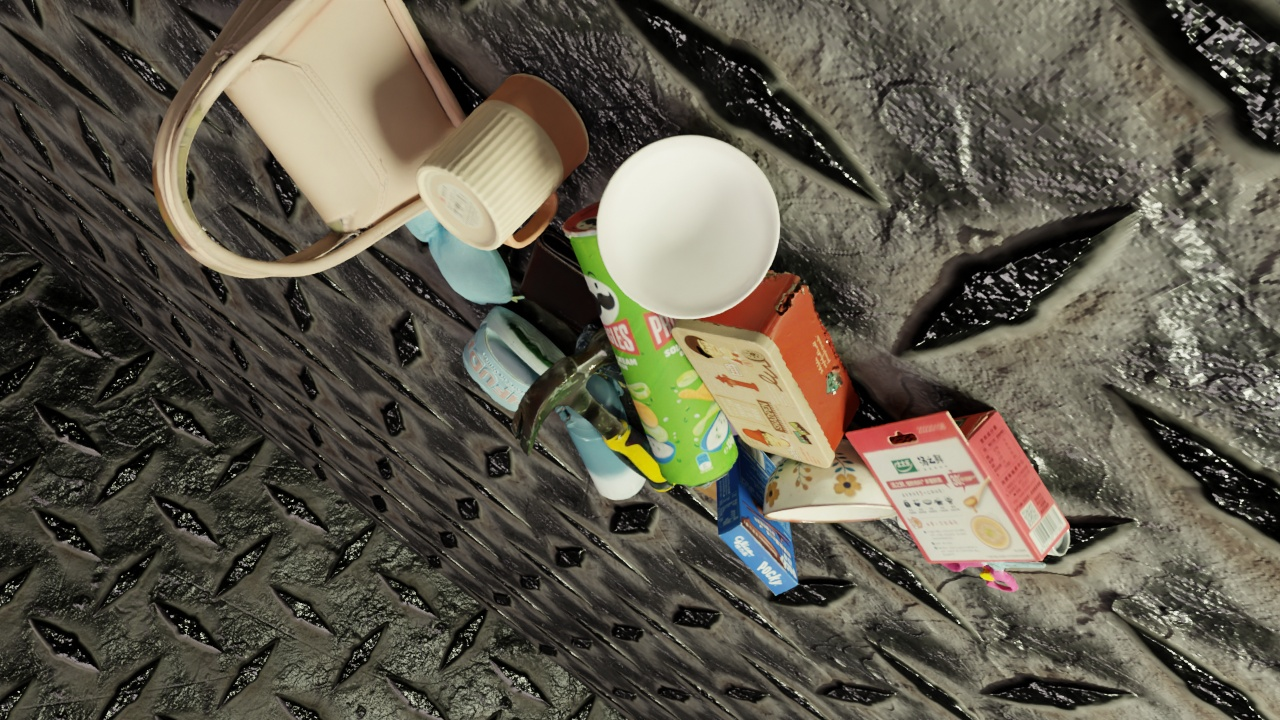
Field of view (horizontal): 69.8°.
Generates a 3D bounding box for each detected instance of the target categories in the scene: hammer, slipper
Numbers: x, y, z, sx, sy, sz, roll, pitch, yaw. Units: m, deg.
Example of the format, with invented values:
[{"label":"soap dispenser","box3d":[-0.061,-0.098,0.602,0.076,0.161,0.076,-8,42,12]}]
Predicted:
[{"label":"hammer","box3d":[-0.023,0.074,0.888,0.032,0.126,0.323,53,-179,28]},{"label":"slipper","box3d":[-0.146,0.006,0.989,0.104,0.074,0.246,44,163,-9]}]

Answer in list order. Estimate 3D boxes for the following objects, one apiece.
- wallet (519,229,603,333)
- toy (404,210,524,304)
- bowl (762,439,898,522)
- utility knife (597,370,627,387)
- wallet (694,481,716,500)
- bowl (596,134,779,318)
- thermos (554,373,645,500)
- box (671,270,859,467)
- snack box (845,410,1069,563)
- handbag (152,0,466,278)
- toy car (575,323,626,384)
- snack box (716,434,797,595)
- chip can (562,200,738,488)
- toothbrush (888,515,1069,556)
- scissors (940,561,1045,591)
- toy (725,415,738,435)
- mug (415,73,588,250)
[{"label":"wallet","box3d":[-0.065,-0.066,0.858,0.096,0.020,0.122,37,156,0]},{"label":"toy","box3d":[-0.177,-0.110,0.887,0.156,0.049,0.162,39,158,7]},{"label":"bowl","box3d":[0.158,0.101,0.772,0.113,0.062,0.113,-2,164,-1]},{"label":"utility knife","box3d":[-0.066,0.007,0.978,0.173,0.018,0.031,8,138,44]},{"label":"wallet","box3d":[0.090,0.130,0.983,0.101,0.020,0.115,28,155,22]},{"label":"bowl","box3d":[0.032,-0.093,0.620,0.118,0.118,0.064,42,-167,-9]},{"label":"thermos","box3d":[-0.037,0.084,0.986,0.070,0.070,0.221,27,159,21]},{"label":"box","box3d":[0.102,0.000,0.700,0.091,0.079,0.168,14,152,39]},{"label":"snack box","box3d":[0.232,0.087,0.682,0.127,0.044,0.113,57,152,-5]},{"label":"handbag","box3d":[-0.249,-0.162,0.682,0.093,0.233,0.193,11,144,40]},{"label":"toy car","box3d":[-0.005,0.005,0.874,0.120,0.036,0.054,28,157,-6]},{"label":"snack box","box3d":[0.102,0.128,0.829,0.026,0.156,0.084,-34,113,20]},{"label":"chip can","box3d":[0.014,-0.011,0.723,0.072,0.072,0.236,8,128,46]},{"label":"toothbrush","box3d":[0.249,0.135,0.776,0.026,0.026,0.221,5,177,-38]},{"label":"scissors","box3d":[0.286,0.166,0.767,0.096,0.017,0.137,21,163,21]},{"label":"toy","box3d":[0.063,0.027,0.820,0.108,0.038,0.084,50,154,-22]},{"label":"mug","box3d":[-0.098,-0.135,0.683,0.082,0.105,0.115,24,151,27]}]
